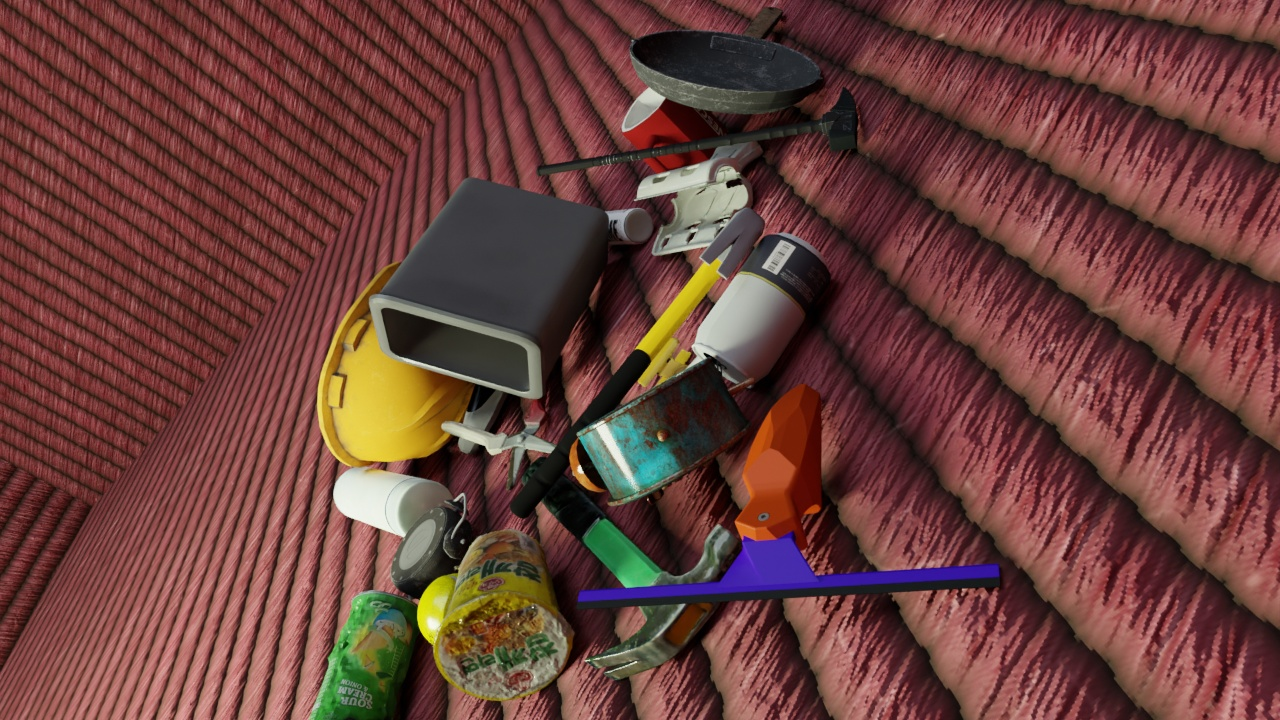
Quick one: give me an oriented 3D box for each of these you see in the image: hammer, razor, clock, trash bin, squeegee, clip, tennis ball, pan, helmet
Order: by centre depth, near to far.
[{"bbox_3d":[0.092,0.073,0.582,0.250,0.055,0.184,-11,28,26],"label":"squeegee"},{"bbox_3d":[0.010,0.062,0.687,0.121,0.073,0.158,-29,0,-34],"label":"clock"},{"bbox_3d":[-0.034,0.139,0.731,0.130,0.032,0.319,-53,26,-5],"label":"hammer"},{"bbox_3d":[-0.005,0.005,0.766,0.324,0.029,0.127,-51,0,6],"label":"hammer"},{"bbox_3d":[-0.155,0.214,0.781,0.066,0.065,0.065,-37,30,25],"label":"tennis ball"},{"bbox_3d":[0.027,0.008,0.807,0.054,0.046,0.048,-52,2,-7],"label":"clip"},{"bbox_3d":[-0.199,0.188,0.905,0.123,0.044,0.091,-43,28,13],"label":"clock"},{"bbox_3d":[0.049,-0.215,0.906,0.325,0.015,0.094,-5,42,18],"label":"hammer"},{"bbox_3d":[0.061,-0.185,0.947,0.127,0.110,0.150,3,67,55],"label":"clip"},{"bbox_3d":[-0.156,-0.086,1.012,0.098,0.192,0.219,94,-165,-49],"label":"trash bin"},{"bbox_3d":[0.113,-0.347,1.038,0.355,0.208,0.040,-56,-22,-53],"label":"pan"},{"bbox_3d":[-0.172,0.034,1.055,0.057,0.060,0.156,0,74,43],"label":"razor"},{"bbox_3d":[-0.256,0.014,1.090,0.131,0.205,0.254,9,65,19],"label":"helmet"}]

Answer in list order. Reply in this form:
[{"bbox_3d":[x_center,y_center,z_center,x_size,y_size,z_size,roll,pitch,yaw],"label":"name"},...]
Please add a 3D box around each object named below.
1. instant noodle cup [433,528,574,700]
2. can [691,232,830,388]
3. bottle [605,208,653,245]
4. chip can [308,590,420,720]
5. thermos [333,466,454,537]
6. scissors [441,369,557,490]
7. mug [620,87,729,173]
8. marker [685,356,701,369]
[{"bbox_3d":[-0.104,0.188,0.711,0.102,0.102,0.108,-44,22,12],"label":"instant noodle cup"},{"bbox_3d":[0.092,-0.035,0.720,0.127,0.064,0.064,-55,27,-9],"label":"can"},{"bbox_3d":[-0.029,-0.158,1.088,0.041,0.041,0.116,-57,27,-12],"label":"bottle"},{"bbox_3d":[-0.251,0.311,0.797,0.076,0.075,0.222,-31,33,33],"label":"chip can"},{"bbox_3d":[-0.286,0.161,1.048,0.231,0.068,0.067,-3,53,56],"label":"thermos"},{"bbox_3d":[-0.142,0.070,0.966,0.180,0.015,0.198,-14,35,22],"label":"scissors"},{"bbox_3d":[0.037,-0.249,1.040,0.081,0.096,0.116,-23,38,43],"label":"mug"},{"bbox_3d":[0.048,0.011,0.771,0.133,0.027,0.023,-49,-10,3],"label":"marker"}]
